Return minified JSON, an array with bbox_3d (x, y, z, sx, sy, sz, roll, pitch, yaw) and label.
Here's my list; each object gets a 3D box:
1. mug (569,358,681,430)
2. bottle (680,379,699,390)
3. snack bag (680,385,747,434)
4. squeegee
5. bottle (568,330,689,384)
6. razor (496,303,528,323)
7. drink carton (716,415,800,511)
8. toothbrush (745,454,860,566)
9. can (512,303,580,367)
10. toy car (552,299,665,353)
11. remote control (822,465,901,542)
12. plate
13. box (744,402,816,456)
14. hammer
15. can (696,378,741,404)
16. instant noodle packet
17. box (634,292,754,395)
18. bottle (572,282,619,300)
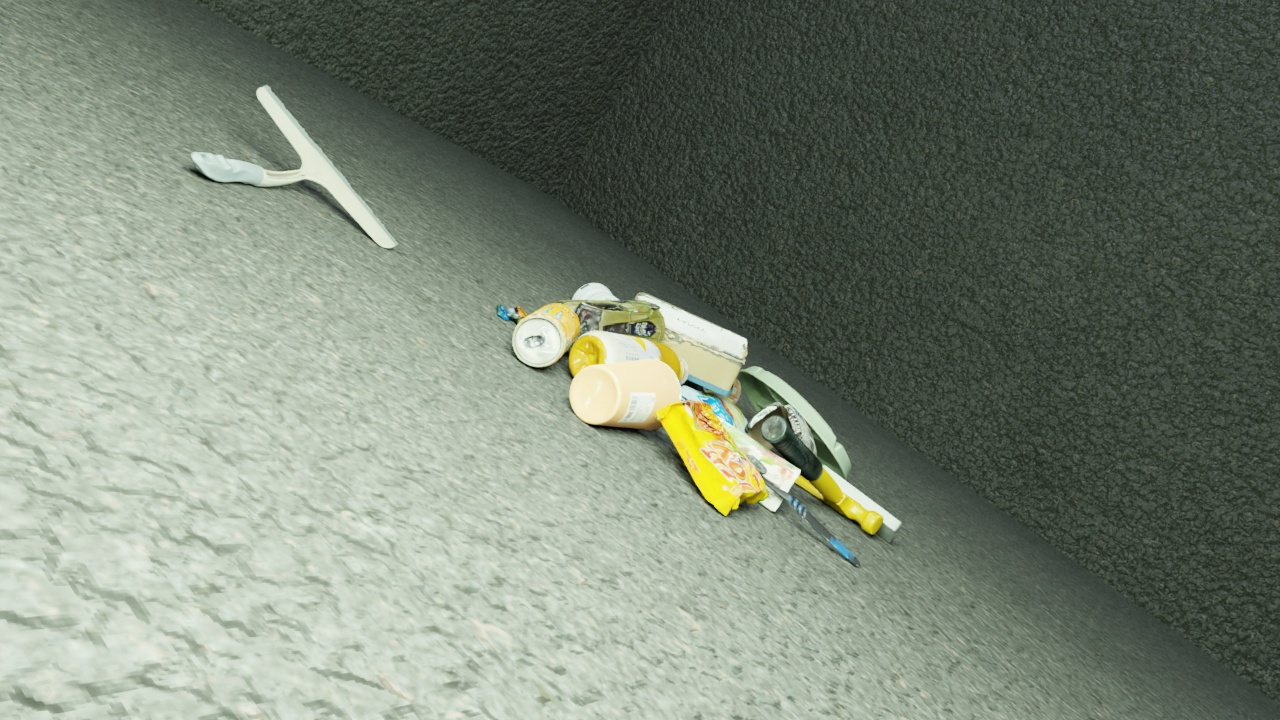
[{"bbox_3d":[-0.018,0.036,0.949,0.078,0.078,0.122,37,15,23],"label":"mug"},{"bbox_3d":[0.017,-0.016,1.364,0.065,0.065,0.218,27,10,-33],"label":"bottle"},{"bbox_3d":[0.100,0.076,1.223,0.110,0.039,0.190,58,12,9],"label":"snack bag"},{"bbox_3d":[-0.404,-0.201,0.981,0.246,0.039,0.246,50,15,-1],"label":"squeegee"},{"bbox_3d":[-0.006,0.006,1.092,0.068,0.068,0.189,39,17,32],"label":"bottle"},{"bbox_3d":[-0.114,-0.034,1.145,0.142,0.022,0.042,31,11,-16],"label":"razor"},{"bbox_3d":[0.116,0.115,1.041,0.122,0.053,0.045,34,10,8],"label":"drink carton"},{"bbox_3d":[0.179,0.166,1.008,0.189,0.016,0.014,43,45,-10],"label":"toothbrush"},{"bbox_3d":[-0.104,-0.030,1.033,0.058,0.058,0.146,33,9,-2],"label":"can"},{"bbox_3d":[-0.043,-0.041,1.139,0.158,0.070,0.042,-1,6,-23],"label":"toy car"},{"bbox_3d":[0.301,0.198,1.276,0.135,0.019,0.056,38,-18,25],"label":"remote control"},{"bbox_3d":[0.234,0.094,1.386,0.230,0.027,0.230,48,-7,7],"label":"plate"},{"bbox_3d":[0.199,0.107,1.250,0.086,0.075,0.162,46,-3,25],"label":"box"},{"bbox_3d":[0.212,0.136,1.137,0.129,0.033,0.300,32,-7,36],"label":"hammer"},{"bbox_3d":[0.094,0.031,1.397,0.116,0.058,0.058,29,10,-27],"label":"can"},{"bbox_3d":[0.076,0.098,0.947,0.128,0.044,0.110,57,21,19],"label":"instant noodle packet"},{"bbox_3d":[0.063,-0.021,1.228,0.184,0.063,0.089,27,25,0],"label":"box"},{"bbox_3d":[-0.037,-0.049,1.340,0.068,0.068,0.197,26,12,-36],"label":"bottle"}]
